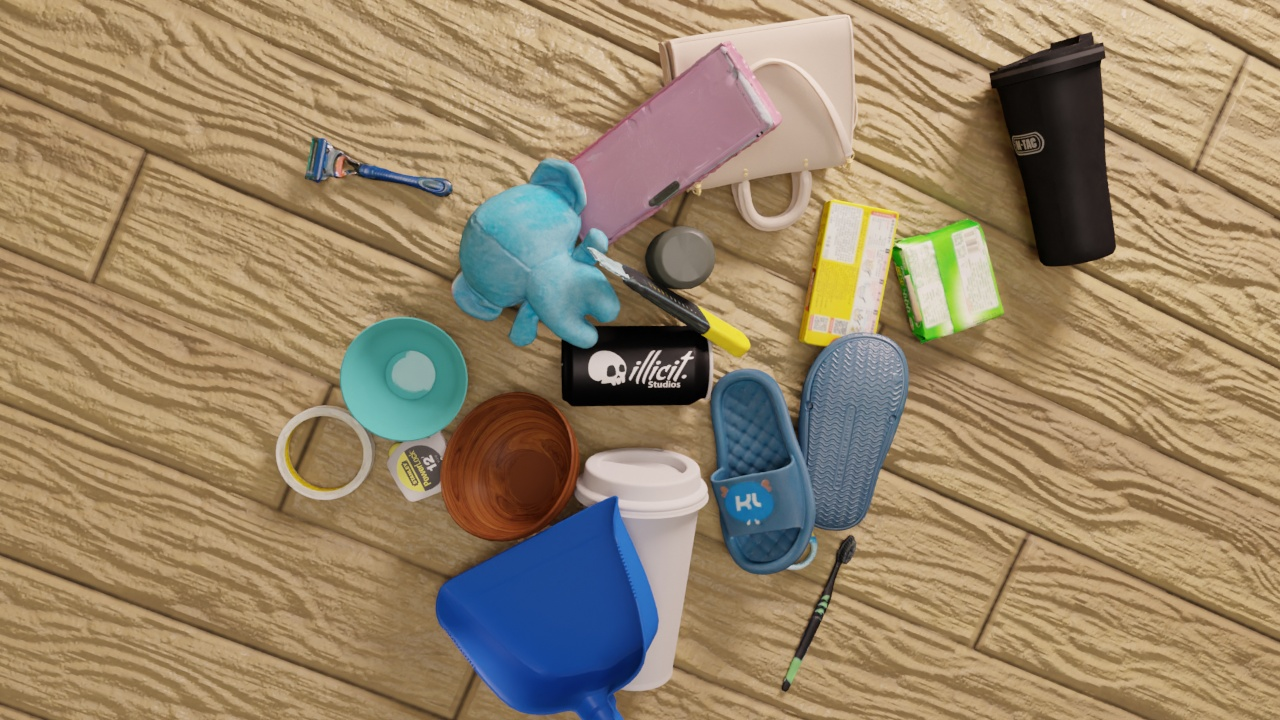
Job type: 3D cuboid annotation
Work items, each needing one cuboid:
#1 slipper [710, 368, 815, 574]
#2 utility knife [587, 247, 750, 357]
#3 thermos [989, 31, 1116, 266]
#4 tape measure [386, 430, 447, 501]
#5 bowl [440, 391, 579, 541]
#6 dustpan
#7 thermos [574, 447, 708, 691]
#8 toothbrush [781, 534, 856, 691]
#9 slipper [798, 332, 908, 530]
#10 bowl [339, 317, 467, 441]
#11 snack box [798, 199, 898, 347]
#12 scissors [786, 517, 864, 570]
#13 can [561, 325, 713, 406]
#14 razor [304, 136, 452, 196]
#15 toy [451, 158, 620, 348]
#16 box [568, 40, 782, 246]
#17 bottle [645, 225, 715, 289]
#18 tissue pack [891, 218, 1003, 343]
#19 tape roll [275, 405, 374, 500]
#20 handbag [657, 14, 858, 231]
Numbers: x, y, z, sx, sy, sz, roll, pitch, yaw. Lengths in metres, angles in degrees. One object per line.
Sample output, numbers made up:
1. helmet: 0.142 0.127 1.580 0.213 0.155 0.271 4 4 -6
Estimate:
1. slipper: 0.120 0.114 0.937 0.104 0.059 0.213 -7 90 22
2. utility knife: 0.028 -0.055 0.867 0.197 0.028 0.020 31 118 -28
3. thermos: 0.428 -0.211 0.935 0.106 0.106 0.219 -16 102 -4
4. tape measure: -0.221 0.106 0.937 0.065 0.017 0.064 -26 97 -3
5. bowl: -0.118 0.111 0.912 0.147 0.069 0.147 -9 67 21
6. dustpan: -0.051 0.290 0.875 0.246 0.059 0.257 -31 96 28
7. thermos: -0.002 0.210 0.921 0.131 0.131 0.222 1 103 -6
8. toothbrush: 0.193 0.276 0.995 0.014 0.017 0.188 22 94 -9
9. slipper: 0.211 0.073 0.958 0.104 0.059 0.214 12 100 3
10. bowl: -0.231 0.017 0.912 0.121 0.046 0.121 -1 95 -6
11. snack box: 0.217 -0.086 0.959 0.075 0.025 0.152 10 94 -7
12. scissors: 0.182 0.172 0.985 0.125 0.016 0.125 2 94 -7
13. can: -0.005 0.005 0.917 0.146 0.080 0.080 0 95 -6
14. razor: -0.256 -0.183 0.906 0.141 0.018 0.044 12 94 -10
15. toy: -0.089 -0.090 0.888 0.180 0.114 0.183 43 103 12
16. box: 0.014 -0.194 0.864 0.233 0.041 0.098 -29 102 31
17. bottle: 0.036 -0.099 0.897 0.060 0.108 0.060 -1 95 -6
18. tissue pack: 0.321 -0.083 0.965 0.099 0.034 0.114 -17 96 -7
19. tape roll: -0.317 0.093 0.925 0.094 0.019 0.094 0 95 -5
20. handbag: 0.119 -0.226 0.910 0.194 0.101 0.198 -10 108 -5
